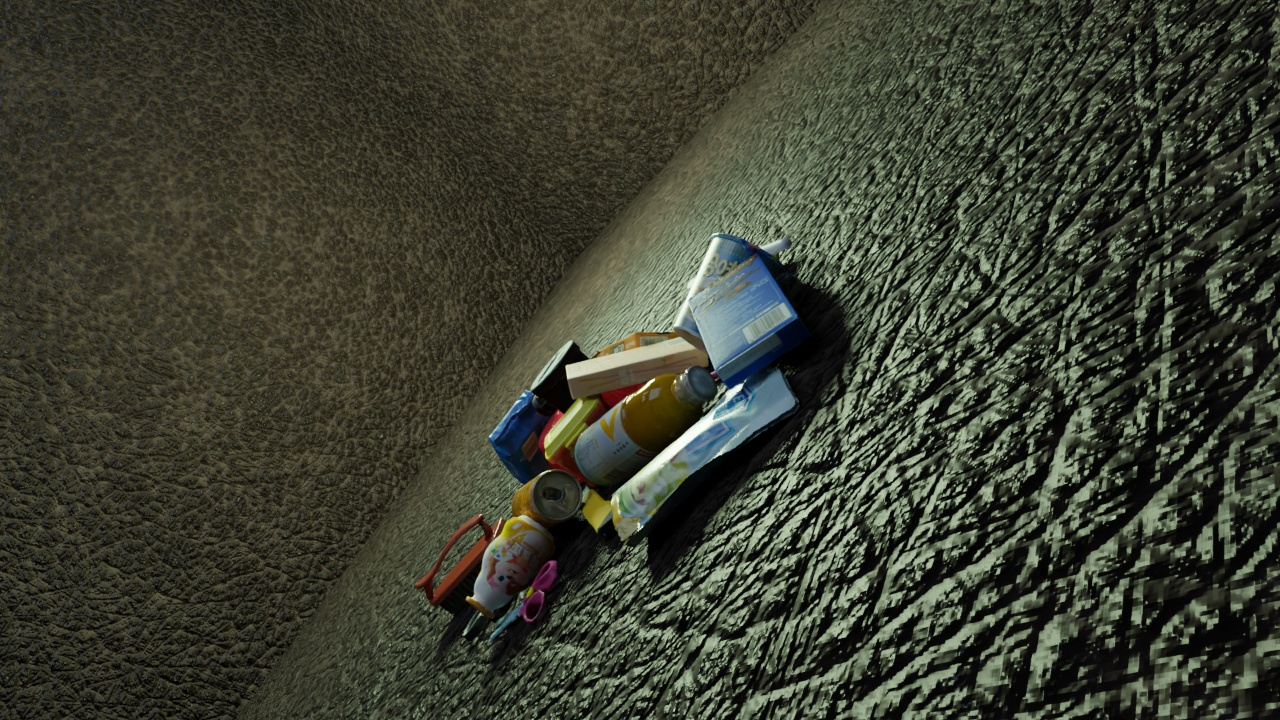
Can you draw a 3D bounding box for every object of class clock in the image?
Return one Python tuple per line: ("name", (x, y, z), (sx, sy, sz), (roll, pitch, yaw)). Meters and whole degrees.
("clock", (-0.098, 0.027, 1.151), (0.122, 0.055, 0.081), (-38, 17, 50))

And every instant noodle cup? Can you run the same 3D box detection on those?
("instant noodle cup", (-0.068, 0.077, 1.183), (0.194, 0.066, 0.193), (-49, 10, 12))
("instant noodle cup", (0.089, -0.062, 0.958), (0.110, 0.099, 0.099), (-59, 12, -6))

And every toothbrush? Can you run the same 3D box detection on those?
("toothbrush", (0.101, 0.006, 0.881), (0.190, 0.014, 0.017), (-27, 38, 65))
("toothbrush", (0.110, -0.107, 1.034), (0.029, 0.021, 0.190), (-28, 4, -29))

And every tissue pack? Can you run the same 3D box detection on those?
("tissue pack", (-0.152, 0.113, 1.263), (0.094, 0.052, 0.157), (-54, -28, -22))

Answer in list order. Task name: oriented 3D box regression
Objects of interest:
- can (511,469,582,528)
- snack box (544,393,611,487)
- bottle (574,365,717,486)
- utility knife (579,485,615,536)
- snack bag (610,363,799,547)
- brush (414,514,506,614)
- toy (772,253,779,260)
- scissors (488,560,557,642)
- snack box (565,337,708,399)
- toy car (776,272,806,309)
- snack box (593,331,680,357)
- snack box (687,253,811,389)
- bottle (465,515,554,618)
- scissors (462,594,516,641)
("can", (-0.108, 0.160, 1.040), (0.058, 0.058, 0.146), (-54, 5, -21))
("snack box", (-0.055, 0.091, 1.040), (0.091, 0.080, 0.082), (-49, 10, 4))
("bottle", (0.005, 0.064, 0.921), (0.190, 0.068, 0.067), (-40, 15, 43))
("utility knife", (-0.045, 0.154, 0.963), (0.033, 0.015, 0.193), (-52, 10, -6))
("snack bag", (0.053, 0.075, 0.784), (0.191, 0.039, 0.110), (-44, 7, 13))
("brush", (-0.229, 0.264, 1.189), (0.146, 0.069, 0.063), (-47, 10, 15))
("toy", (0.126, -0.088, 1.041), (0.100, 0.031, 0.096), (-51, 16, 14))
("scissors", (-0.125, 0.262, 0.935), (0.138, 0.017, 0.077), (-49, 19, 30))
("snack box", (-0.006, 0.006, 1.047), (0.157, 0.026, 0.084), (-14, 11, -2))
("toy car", (0.124, -0.046, 0.901), (0.090, 0.035, 0.042), (-48, 10, -2))
("snack box", (0.000, -0.011, 1.182), (0.154, 0.075, 0.026), (155, 113, -65))
("snack box", (0.095, -0.040, 0.839), (0.085, 0.026, 0.157), (-34, 26, 11))
("bottle", (-0.142, 0.223, 0.990), (0.108, 0.063, 0.063), (-54, 12, -20))
("scissors", (-0.152, 0.255, 1.069), (0.159, 0.014, 0.171), (-49, 9, -7))
